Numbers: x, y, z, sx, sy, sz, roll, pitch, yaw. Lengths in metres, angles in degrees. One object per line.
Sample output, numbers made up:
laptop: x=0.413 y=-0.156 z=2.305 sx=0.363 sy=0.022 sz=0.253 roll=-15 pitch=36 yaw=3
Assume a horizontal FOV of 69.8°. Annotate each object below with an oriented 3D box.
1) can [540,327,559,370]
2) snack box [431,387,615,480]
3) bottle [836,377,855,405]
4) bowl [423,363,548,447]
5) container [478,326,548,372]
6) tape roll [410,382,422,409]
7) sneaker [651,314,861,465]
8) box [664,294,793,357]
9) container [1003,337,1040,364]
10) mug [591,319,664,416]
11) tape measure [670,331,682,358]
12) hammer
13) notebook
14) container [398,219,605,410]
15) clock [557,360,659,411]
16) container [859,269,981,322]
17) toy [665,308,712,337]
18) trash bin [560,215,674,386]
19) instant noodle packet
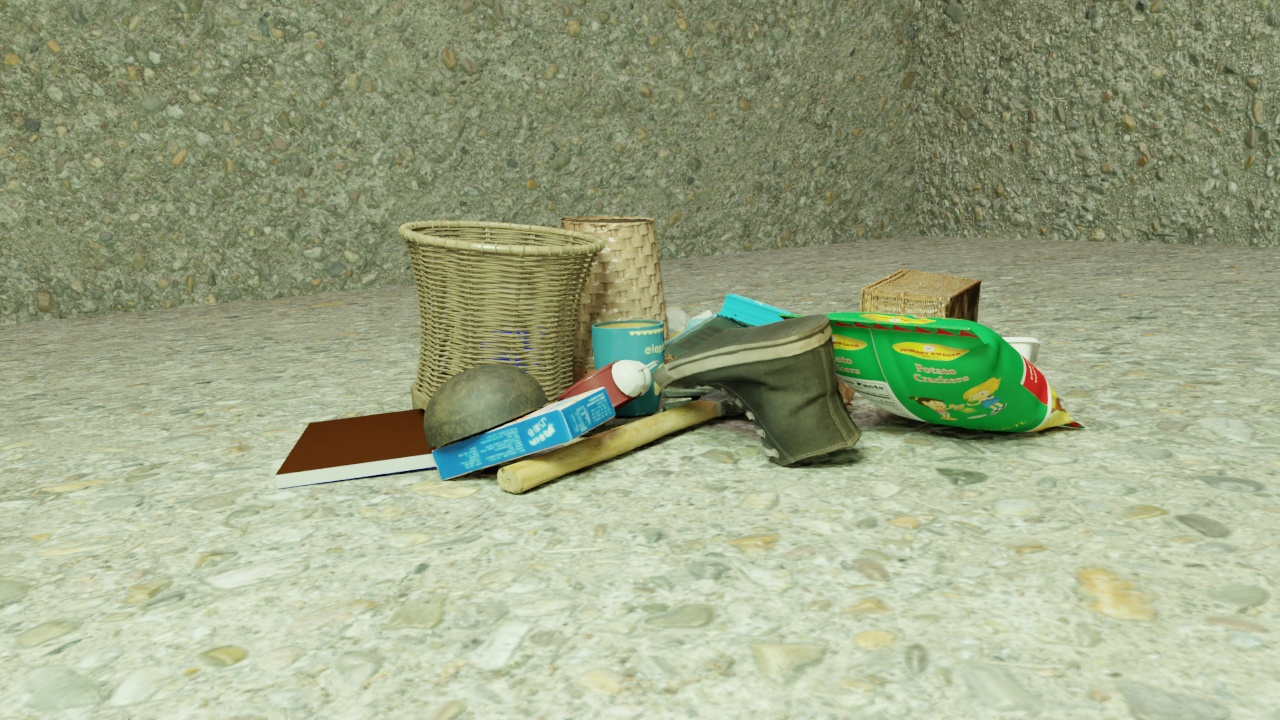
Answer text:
can: x=-0.083 y=-0.024 z=1.336 sx=0.067 sy=0.067 sz=0.169 roll=0 pitch=7 yaw=21
snack box: x=-0.109 y=0.069 z=0.855 sx=0.154 sy=0.033 sz=0.087 roll=-19 pitch=3 yaw=28
bottle: x=0.184 y=0.015 z=1.021 sx=0.111 sy=0.099 sz=0.098 roll=-4 pitch=8 yaw=36
bowl: x=-0.154 y=0.035 z=0.875 sx=0.121 sy=0.056 sz=0.121 roll=-20 pitch=3 yaw=1
container: x=-0.181 y=-0.012 z=1.357 sx=0.114 sy=0.058 sz=0.096 roll=-6 pitch=11 yaw=-14
tape roll: x=-0.243 y=0.042 z=1.164 sx=0.094 sy=0.030 sz=0.093 roll=-4 pitch=11 yaw=1
sneaker: x=0.104 y=0.032 z=0.883 sx=0.095 sy=0.120 sz=0.235 roll=-29 pitch=12 yaw=-39
box: x=0.146 y=-0.029 z=1.179 sx=0.181 sy=0.074 sz=0.227 roll=-5 pitch=-12 yaw=26
container: x=0.365 y=0.011 z=1.004 sx=0.129 sy=0.049 sz=0.080 roll=0 pitch=-18 yaw=20
mug: x=-0.006 y=0.006 z=1.075 sx=0.084 sy=0.104 sz=0.112 roll=1 pitch=9 yaw=22
tape measure: x=0.058 y=-0.010 z=1.260 sx=0.068 sy=0.059 sz=0.030 roll=-14 pitch=15 yaw=-40
hammer: x=-0.006 y=0.074 z=0.918 sx=0.132 sy=0.033 sz=0.329 roll=8 pitch=16 yaw=42
notebook: x=-0.279 y=0.086 z=0.976 sx=0.171 sy=0.022 sz=0.209 roll=-7 pitch=11 yaw=-10
container: x=-0.161 y=-0.049 z=1.050 sx=0.227 sy=0.196 sz=0.226 roll=5 pitch=14 yaw=-1
clock: x=-0.035 y=0.033 z=0.979 sx=0.124 sy=0.044 sz=0.087 roll=-32 pitch=-5 yaw=7
container: x=0.371 y=-0.050 z=1.217 sx=0.113 sy=0.114 sz=0.198 roll=8 pitch=17 yaw=31
toy: x=0.070 y=-0.042 z=1.352 sx=0.205 sy=0.131 sz=0.105 roll=6 pitch=-3 yaw=16
trash bin: x=-0.032 y=-0.076 z=1.178 sx=0.151 sy=0.210 sz=0.151 roll=-1 pitch=13 yaw=0
instant noodle packet: x=0.279 y=0.011 z=0.874 sx=0.252 sy=0.090 sz=0.196 roll=28 pitch=-13 yaw=-40
